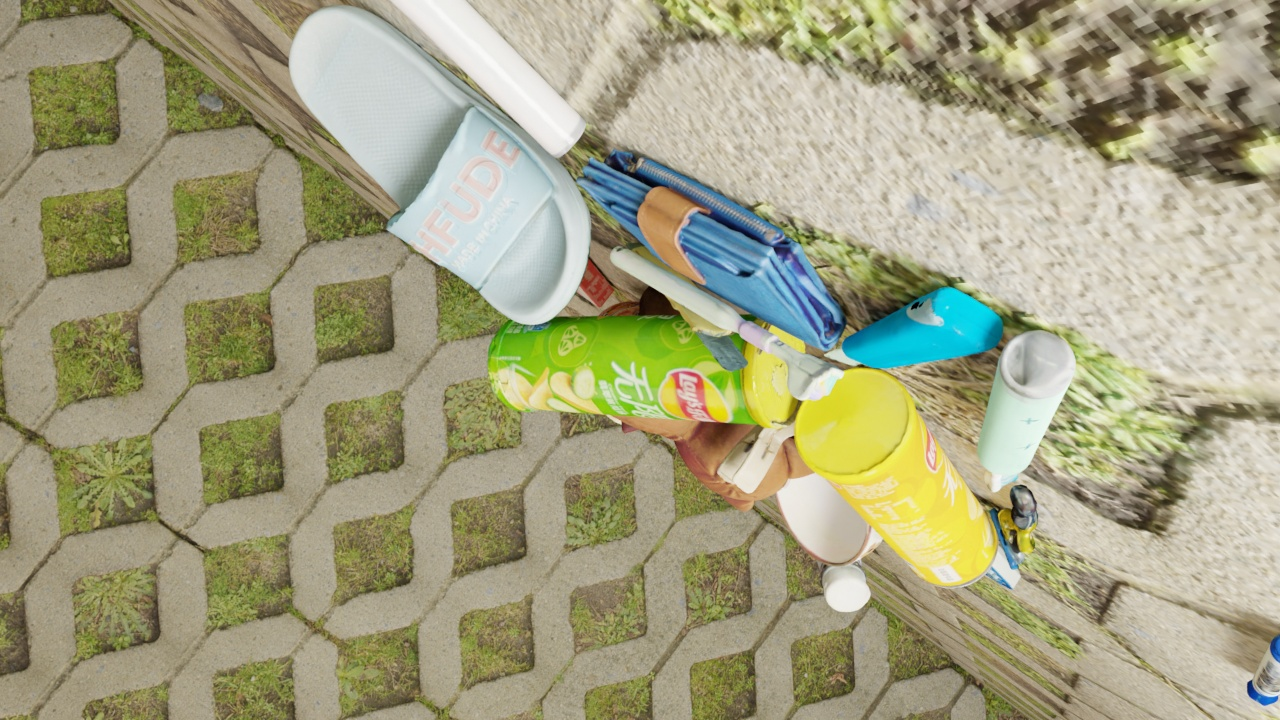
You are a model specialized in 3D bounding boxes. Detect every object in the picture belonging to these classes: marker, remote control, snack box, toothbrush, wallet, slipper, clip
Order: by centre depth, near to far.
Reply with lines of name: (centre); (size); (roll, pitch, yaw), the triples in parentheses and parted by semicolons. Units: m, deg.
toothbrush: (0.174, 0.036, 0.431); (0.224, 0.027, 0.026); (50, -161, -65)
toothbrush: (-0.111, -0.181, 0.439); (0.026, 0.026, 0.221); (-19, 131, 42)
wallet: (0.038, -0.057, 0.483); (0.133, 0.040, 0.106); (33, 177, 35)
marker: (0.346, 0.170, 0.500); (0.017, 0.017, 0.146); (33, 173, 37)
toothbrush: (0.036, -0.028, 0.510); (0.189, 0.029, 0.020); (37, 147, 45)
slipper: (-0.131, -0.125, 0.588); (0.245, 0.104, 0.074); (45, -156, -6)
clip: (0.097, 0.044, 0.624); (0.034, 0.104, 0.081); (41, 160, -15)
remote control: (0.269, 0.147, 0.753); (0.125, 0.024, 0.049); (40, 174, -35)
snack box: (-0.085, -0.108, 0.878); (0.075, 0.025, 0.153); (35, 174, 31)

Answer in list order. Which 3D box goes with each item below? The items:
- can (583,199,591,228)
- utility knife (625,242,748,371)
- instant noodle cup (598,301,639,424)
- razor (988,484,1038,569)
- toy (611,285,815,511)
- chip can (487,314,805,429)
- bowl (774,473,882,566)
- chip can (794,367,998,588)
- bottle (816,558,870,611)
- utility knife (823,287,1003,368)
can: (-0.079, -0.101, 0.689); (0.066, 0.066, 0.094); (39, 174, -18)
utility knife: (0.028, -0.039, 0.561); (0.031, 0.020, 0.195); (1, -159, -18)
instant noodle cup: (0.000, -0.004, 0.830); (0.111, 0.111, 0.099); (39, -176, -17)
razor: (0.237, 0.098, 0.573); (0.143, 0.022, 0.042); (50, -157, -62)
toy: (0.053, 0.035, 0.728); (0.199, 0.130, 0.140); (43, 146, -5)
chip can: (-0.004, 0.004, 0.609); (0.222, 0.072, 0.072); (1, 153, 35)
bowl: (0.168, 0.106, 0.756); (0.062, 0.113, 0.113); (-13, -156, -31)
chip can: (0.174, 0.085, 0.598); (0.072, 0.072, 0.213); (32, 173, 44)
bottle: (0.175, 0.152, 0.839); (0.080, 0.044, 0.194); (29, -156, -9)
utility knife: (0.120, -0.008, 0.446); (0.034, 0.018, 0.207); (24, 174, -1)
